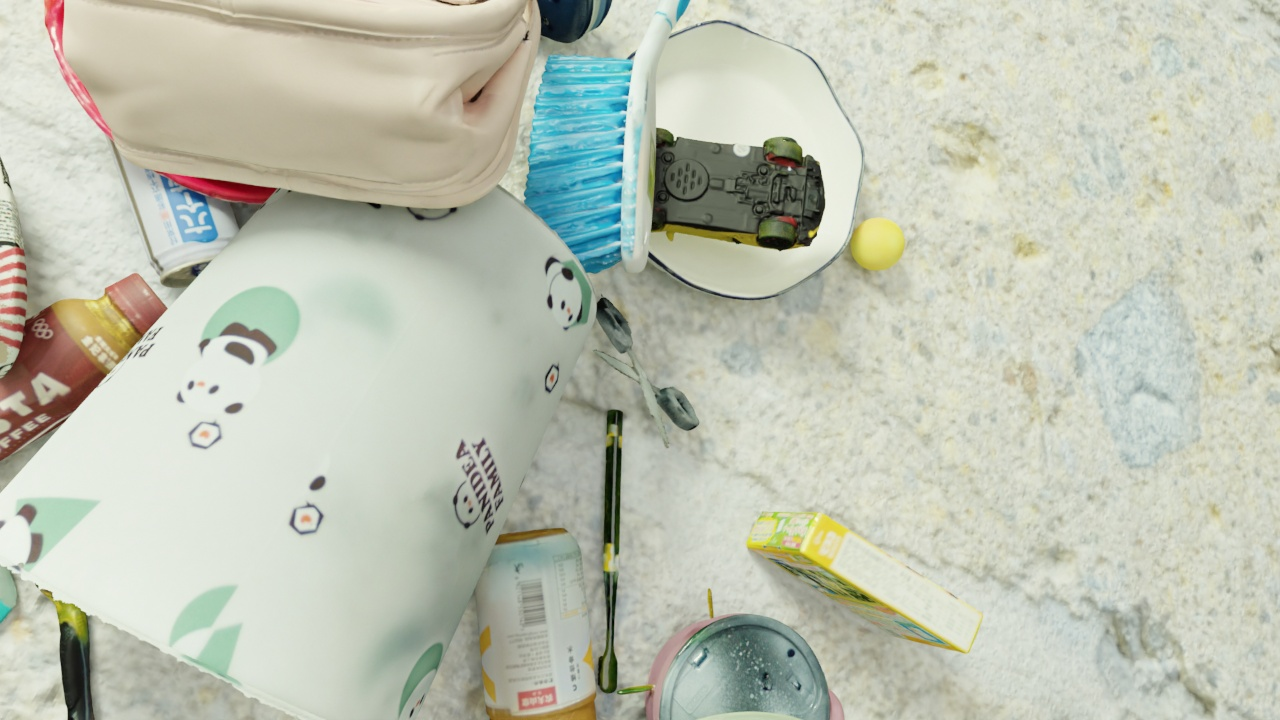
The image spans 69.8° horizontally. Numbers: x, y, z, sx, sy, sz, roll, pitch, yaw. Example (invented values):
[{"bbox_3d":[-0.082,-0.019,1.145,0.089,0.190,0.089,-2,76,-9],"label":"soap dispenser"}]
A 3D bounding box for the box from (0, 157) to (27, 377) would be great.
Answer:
[{"bbox_3d":[-0.358,-0.059,0.475,0.087,0.076,0.162,-41,57,10],"label":"box"}]

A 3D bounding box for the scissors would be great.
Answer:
[{"bbox_3d":[0.000,0.007,0.576,0.014,0.181,0.159,-37,57,6],"label":"scissors"}]

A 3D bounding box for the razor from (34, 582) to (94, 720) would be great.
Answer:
[{"bbox_3d":[-0.316,0.158,0.509,0.043,0.022,0.142,-10,88,14],"label":"razor"}]

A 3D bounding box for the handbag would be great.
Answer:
[{"bbox_3d":[-0.138,-0.178,0.464,0.193,0.094,0.233,11,42,7],"label":"handbag"}]

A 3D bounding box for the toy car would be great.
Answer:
[{"bbox_3d":[0.047,-0.114,0.609,0.156,0.041,0.071,7,78,-1],"label":"toy car"}]

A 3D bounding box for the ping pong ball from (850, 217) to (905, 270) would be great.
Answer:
[{"bbox_3d":[0.181,-0.089,0.699,0.040,0.040,0.040,3,80,-18],"label":"ping pong ball"}]

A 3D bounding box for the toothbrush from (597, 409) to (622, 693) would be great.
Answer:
[{"bbox_3d":[-0.020,0.125,0.615,0.012,0.017,0.185,4,78,-15],"label":"toothbrush"}]

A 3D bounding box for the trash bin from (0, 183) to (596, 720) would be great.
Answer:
[{"bbox_3d":[-0.159,0.034,0.483,0.229,0.230,0.251,31,67,-11],"label":"trash bin"}]

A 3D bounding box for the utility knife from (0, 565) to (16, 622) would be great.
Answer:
[{"bbox_3d":[-0.417,0.197,0.475,0.029,0.013,0.221,44,69,-9],"label":"utility knife"}]

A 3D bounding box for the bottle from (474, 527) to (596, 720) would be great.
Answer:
[{"bbox_3d":[-0.061,0.200,0.560,0.068,0.068,0.189,-4,83,-19],"label":"bottle"}]

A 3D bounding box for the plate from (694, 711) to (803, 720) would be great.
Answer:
[{"bbox_3d":[0.047,0.319,0.553,0.230,0.027,0.230,-4,105,-16],"label":"plate"}]

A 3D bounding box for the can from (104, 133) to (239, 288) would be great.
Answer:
[{"bbox_3d":[-0.281,-0.114,0.547,0.053,0.053,0.134,-19,87,-20],"label":"can"}]

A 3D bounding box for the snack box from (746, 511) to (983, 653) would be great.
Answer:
[{"bbox_3d":[0.150,0.149,0.626,0.140,0.087,0.033,30,74,-11],"label":"snack box"}]

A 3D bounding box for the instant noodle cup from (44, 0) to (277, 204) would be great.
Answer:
[{"bbox_3d":[-0.231,-0.193,0.537,0.193,0.066,0.193,16,64,-37],"label":"instant noodle cup"}]

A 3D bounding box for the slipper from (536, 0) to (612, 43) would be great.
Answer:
[{"bbox_3d":[-0.130,-0.301,0.598,0.253,0.105,0.095,36,65,-7],"label":"slipper"}]

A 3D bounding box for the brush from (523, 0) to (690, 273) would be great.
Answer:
[{"bbox_3d":[-0.008,-0.191,0.589,0.109,0.060,0.314,-1,68,10],"label":"brush"}]

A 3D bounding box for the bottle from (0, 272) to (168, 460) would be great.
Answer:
[{"bbox_3d":[-0.343,0.016,0.505,0.174,0.058,0.057,-40,94,-20],"label":"bottle"}]

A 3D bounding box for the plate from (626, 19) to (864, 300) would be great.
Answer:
[{"bbox_3d":[0.063,-0.142,0.668,0.204,0.046,0.204,3,80,-16],"label":"plate"}]

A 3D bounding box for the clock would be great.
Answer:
[{"bbox_3d":[0.071,0.238,0.602,0.117,0.060,0.158,-44,94,-20],"label":"clock"}]
